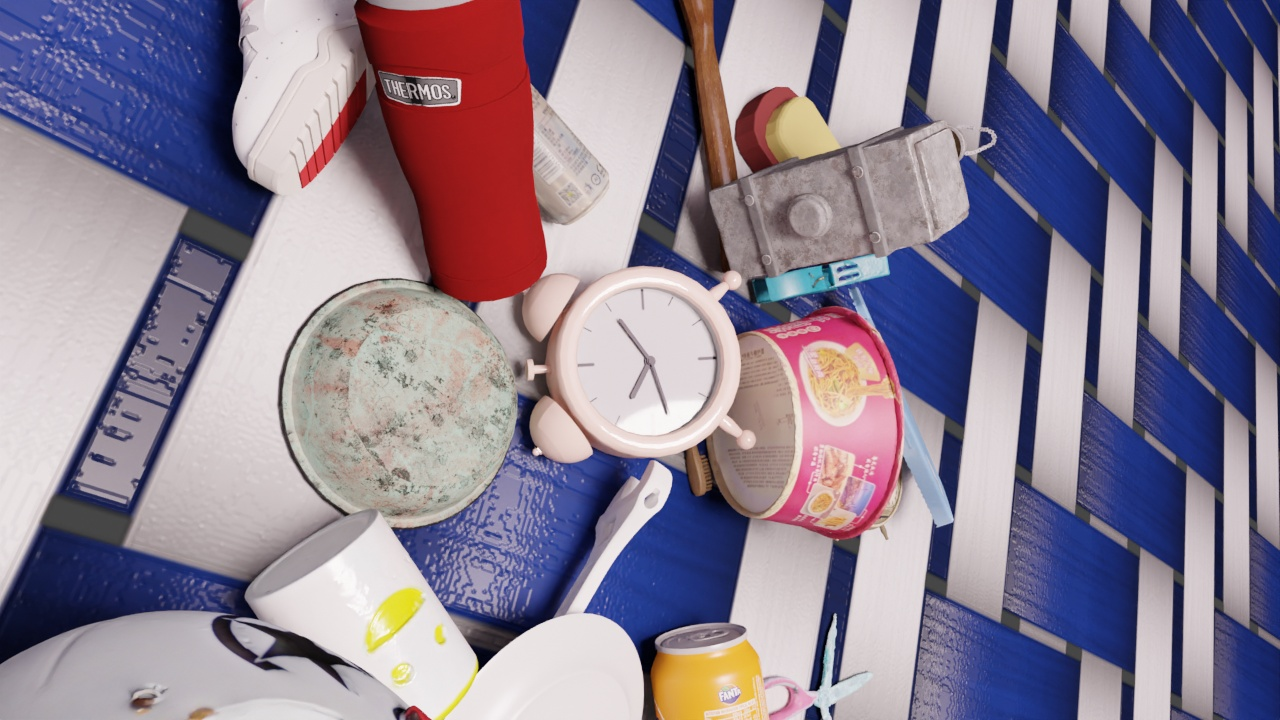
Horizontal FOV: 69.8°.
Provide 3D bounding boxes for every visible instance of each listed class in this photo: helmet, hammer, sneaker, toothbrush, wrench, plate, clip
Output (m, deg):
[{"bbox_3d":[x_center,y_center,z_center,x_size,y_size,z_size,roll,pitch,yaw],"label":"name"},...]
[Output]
[{"bbox_3d":[-0.187,0.221,0.396,0.264,0.164,0.236,37,89,-26],"label":"helmet"},{"bbox_3d":[0.214,-0.159,0.774,0.325,0.177,0.079,-31,107,-46],"label":"hammer"},{"bbox_3d":[-0.197,-0.214,0.532,0.104,0.090,0.236,22,76,-12],"label":"sneaker"},{"bbox_3d":[0.034,0.023,0.718,0.016,0.016,0.167,-12,91,-40],"label":"toothbrush"},{"bbox_3d":[-0.055,0.178,0.593,0.018,0.066,0.272,37,64,-9],"label":"wrench"},{"bbox_3d":[-0.056,0.249,0.561,0.188,0.016,0.189,-17,113,-45],"label":"plate"},{"bbox_3d":[0.056,-0.235,0.773,0.115,0.033,0.323,-7,88,-42],"label":"hammer"},{"bbox_3d":[0.146,-0.069,0.815,0.120,0.104,0.027,-13,87,-34],"label":"clip"}]

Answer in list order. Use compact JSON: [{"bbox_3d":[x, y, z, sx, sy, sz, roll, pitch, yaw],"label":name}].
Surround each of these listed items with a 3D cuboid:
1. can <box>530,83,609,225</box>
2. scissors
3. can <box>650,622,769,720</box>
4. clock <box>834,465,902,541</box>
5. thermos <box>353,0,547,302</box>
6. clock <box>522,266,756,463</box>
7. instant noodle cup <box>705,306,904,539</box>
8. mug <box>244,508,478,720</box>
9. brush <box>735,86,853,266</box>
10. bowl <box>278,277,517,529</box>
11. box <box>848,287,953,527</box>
[{"bbox_3d":[-0.082,-0.156,0.627,0.135,0.054,0.054,46,57,-24],"label":"can"},{"bbox_3d":[0.148,0.306,0.769,0.170,0.014,0.173,-5,84,-44],"label":"scissors"},{"bbox_3d":[0.053,0.266,0.651,0.079,0.079,0.142,-6,86,-40],"label":"can"},{"bbox_3d":[0.193,0.087,0.811,0.092,0.055,0.140,8,83,-39],"label":"clock"},{"bbox_3d":[-0.099,-0.142,0.533,0.107,0.084,0.199,-68,162,-44],"label":"thermos"},{"bbox_3d":[-0.004,0.004,0.651,0.160,0.086,0.131,-2,84,-22],"label":"clock"},{"bbox_3d":[0.111,0.047,0.690,0.077,0.179,0.178,0,82,-23],"label":"instant noodle cup"},{"bbox_3d":[-0.150,0.147,0.500,0.082,0.083,0.106,-39,106,-37],"label":"mug"},{"bbox_3d":[0.157,-0.169,0.837,0.173,0.042,0.082,51,55,-22],"label":"brush"},{"bbox_3d":[-0.135,0.024,0.561,0.157,0.039,0.157,8,77,-39],"label":"bowl"},{"bbox_3d":[0.234,0.039,0.828,0.209,0.021,0.125,61,22,-24],"label":"box"}]
